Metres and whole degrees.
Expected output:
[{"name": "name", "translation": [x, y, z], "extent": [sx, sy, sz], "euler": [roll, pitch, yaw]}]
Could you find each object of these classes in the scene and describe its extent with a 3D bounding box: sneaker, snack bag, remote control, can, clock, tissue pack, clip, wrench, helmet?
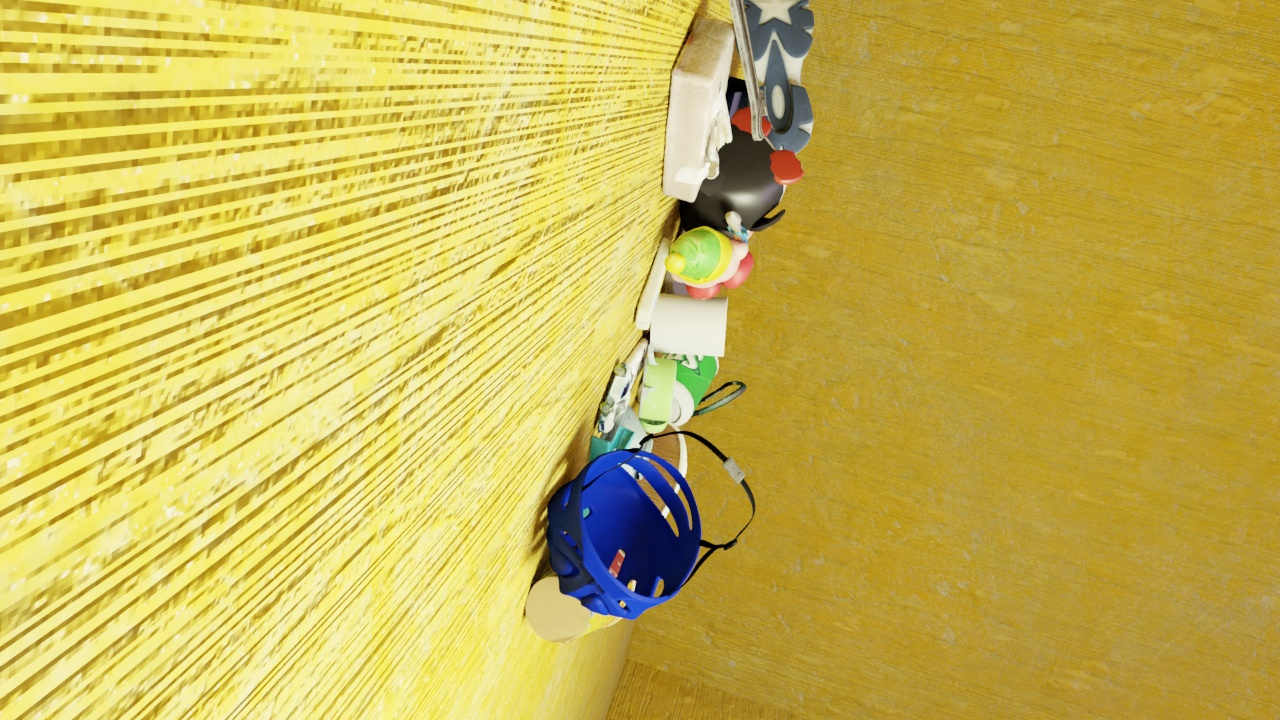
[{"name": "sneaker", "translation": [-0.014, 0.223, 1.252], "extent": [0.127, 0.121, 0.293], "euler": [69, 40, -59]}, {"name": "snack bag", "translation": [-0.007, 0.007, 1.186], "extent": [0.157, 0.013, 0.057], "euler": [-56, 159, -69]}, {"name": "remote control", "translation": [0.017, -0.094, 1.122], "extent": [0.038, 0.018, 0.125], "euler": [94, 12, -59]}, {"name": "can", "translation": [0.058, 0.030, 1.382], "extent": [0.139, 0.088, 0.088], "euler": [-54, 161, -47]}, {"name": "clock", "translation": [0.022, 0.041, 1.198], "extent": [0.119, 0.042, 0.094], "euler": [98, 0, -65]}, {"name": "sneaker", "translation": [0.181, -0.379, 1.252], "extent": [0.132, 0.103, 0.269], "euler": [70, 19, -76]}, {"name": "tissue pack", "translation": [0.065, -0.250, 0.958], "extent": [0.182, 0.071, 0.103], "euler": [101, 7, -59]}, {"name": "remote control", "translation": [0.073, -0.161, 1.297], "extent": [0.074, 0.019, 0.151], "euler": [32, 79, -64]}, {"name": "clip", "translation": [-0.045, 0.137, 1.088], "extent": [0.097, 0.026, 0.116], "euler": [-11, 122, -63]}, {"name": "wrench", "translation": [0.098, -0.328, 0.896], "extent": [0.273, 0.010, 0.069], "euler": [66, 34, -51]}, {"name": "helmet", "translation": [0.015, 0.142, 0.877], "extent": [0.228, 0.148, 0.241], "euler": [-38, -178, 22]}]

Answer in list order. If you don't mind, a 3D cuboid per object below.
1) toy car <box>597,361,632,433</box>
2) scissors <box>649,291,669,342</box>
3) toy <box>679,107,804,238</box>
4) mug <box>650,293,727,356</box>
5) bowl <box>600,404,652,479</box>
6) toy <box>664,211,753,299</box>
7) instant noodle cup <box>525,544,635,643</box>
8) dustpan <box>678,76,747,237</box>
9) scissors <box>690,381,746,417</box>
[{"name": "toy car", "translation": [-0.027, 0.044, 1.050], "extent": [0.039, 0.027, 0.089], "euler": [99, 10, -59]}, {"name": "scissors", "translation": [0.032, -0.064, 1.348], "extent": [0.177, 0.013, 0.170], "euler": [93, 11, -54]}, {"name": "toy", "translation": [0.099, -0.204, 1.168], "extent": [0.140, 0.159, 0.184], "euler": [-28, 163, -22]}, {"name": "mug", "translation": [0.066, -0.046, 1.238], "extent": [0.112, 0.097, 0.078], "euler": [44, 50, -83]}, {"name": "bowl", "translation": [-0.018, 0.119, 1.169], "extent": [0.137, 0.057, 0.137], "euler": [18, 88, -83]}, {"name": "toy", "translation": [0.080, -0.123, 1.112], "extent": [0.131, 0.124, 0.096], "euler": [42, 42, -47]}, {"name": "instant noodle cup", "translation": [-0.066, 0.246, 0.965], "extent": [0.112, 0.100, 0.100], "euler": [2, 104, -75]}, {"name": "dustpan", "translation": [0.140, -0.295, 1.377], "extent": [0.272, 0.080, 0.237], "euler": [-60, 164, -64]}, {"name": "scissors", "translation": [0.073, 0.064, 1.431], "extent": [0.015, 0.206, 0.201], "euler": [61, 16, -22]}]
